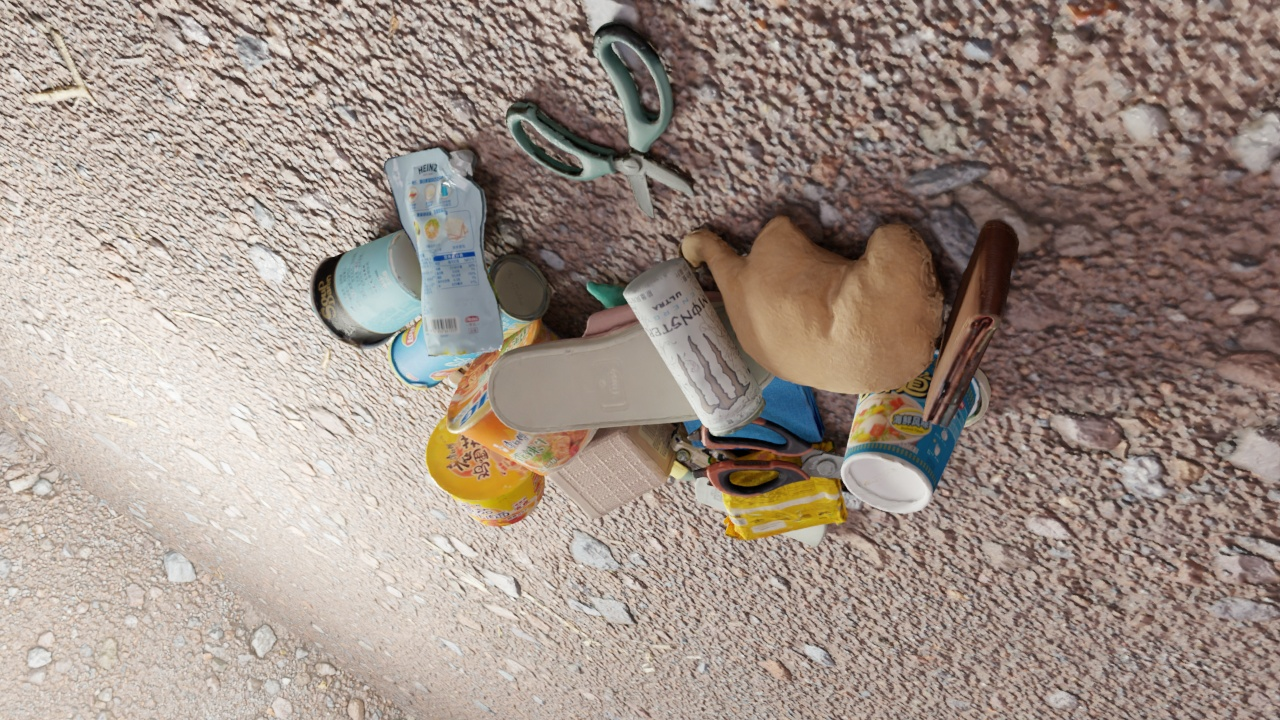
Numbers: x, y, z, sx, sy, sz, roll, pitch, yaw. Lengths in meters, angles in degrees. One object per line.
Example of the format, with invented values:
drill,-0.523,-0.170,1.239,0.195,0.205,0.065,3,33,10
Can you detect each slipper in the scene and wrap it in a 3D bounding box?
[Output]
slipper,-0.005,0.005,0.831,0.274,0.054,0.114,-13,108,9

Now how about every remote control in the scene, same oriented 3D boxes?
remote control,0.132,0.158,1.007,0.150,0.021,0.058,20,143,14

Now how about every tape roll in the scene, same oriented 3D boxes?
tape roll,0.249,0.025,0.773,0.086,0.013,0.086,19,142,16

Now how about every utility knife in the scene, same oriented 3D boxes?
utility knife,-0.031,0.078,1.031,0.219,0.022,0.031,30,140,-9

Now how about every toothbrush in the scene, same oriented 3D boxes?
toothbrush,-0.291,-0.027,1.092,0.189,0.029,0.021,34,104,-1

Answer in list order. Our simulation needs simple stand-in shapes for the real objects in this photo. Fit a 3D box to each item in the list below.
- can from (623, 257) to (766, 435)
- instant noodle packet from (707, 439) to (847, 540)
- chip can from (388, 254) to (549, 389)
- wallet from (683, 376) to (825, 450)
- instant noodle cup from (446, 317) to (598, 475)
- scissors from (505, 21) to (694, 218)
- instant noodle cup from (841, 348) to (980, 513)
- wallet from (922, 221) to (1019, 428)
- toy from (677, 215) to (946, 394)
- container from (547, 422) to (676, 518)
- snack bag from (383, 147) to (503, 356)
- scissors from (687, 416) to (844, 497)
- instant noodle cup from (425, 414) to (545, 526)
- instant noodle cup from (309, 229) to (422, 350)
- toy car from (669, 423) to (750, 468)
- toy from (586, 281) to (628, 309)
can,0.046,-0.011,0.762,0.058,0.058,0.147,-16,112,45
instant noodle packet,0.138,0.130,0.922,0.128,0.044,0.111,-11,126,11
chip can,-0.181,-0.035,0.944,0.071,0.071,0.211,44,137,-18
wallet,0.102,0.043,0.877,0.133,0.040,0.106,-3,132,27
instant noodle cup,-0.111,0.039,0.943,0.111,0.151,0.152,38,144,-23
scissors,-0.028,-0.190,0.712,0.170,0.019,0.180,26,143,9
instant noodle cup,0.209,0.058,0.734,0.099,0.109,0.099,20,143,16
wallet,0.235,-0.023,0.652,0.032,0.101,0.125,18,142,14
toy,0.124,-0.045,0.725,0.226,0.082,0.143,10,111,29
container,-0.024,0.099,0.979,0.111,0.090,0.090,-29,112,35
snack bag,-0.179,-0.100,0.848,0.110,0.038,0.191,-1,100,41
scissors,0.156,0.107,0.867,0.193,0.015,0.207,-39,104,22
instant noodle cup,-0.177,0.130,1.109,0.138,0.137,0.110,17,150,18
instant noodle cup,-0.258,-0.078,0.942,0.121,0.111,0.111,-19,122,37
toy car,0.074,0.095,0.958,0.090,0.042,0.035,28,122,-3
toy,-0.011,-0.035,0.876,0.096,0.030,0.092,20,148,1
